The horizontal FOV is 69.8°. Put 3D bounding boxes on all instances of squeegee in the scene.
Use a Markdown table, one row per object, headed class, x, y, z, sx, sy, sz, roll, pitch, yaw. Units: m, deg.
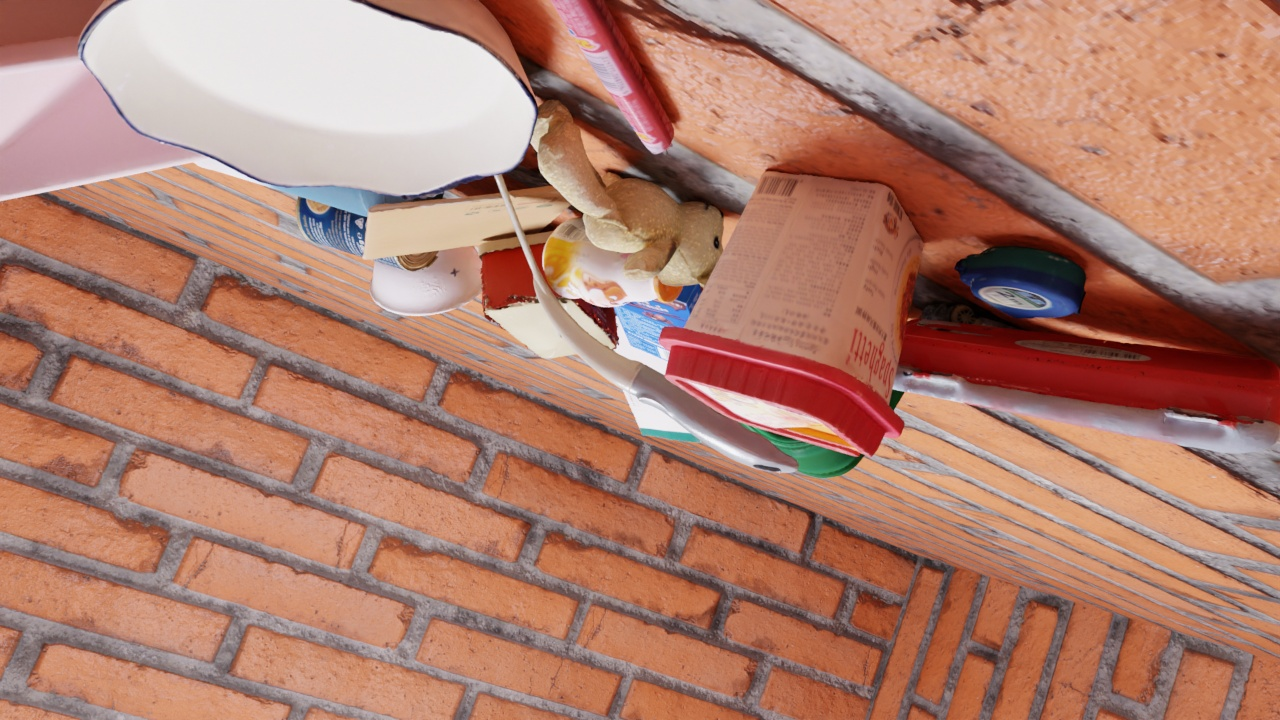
| class | x | y | z | sx | sy | sz | roll | pitch | yaw |
| --- | --- | --- | --- | --- | --- | --- | --- | --- | --- |
| squeegee | -0.004 | 0.004 | 0.600 | 0.246 | 0.039 | 0.247 | 39 | 165 | 18 |

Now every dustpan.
| class | x | y | z | sx | sy | sz | roll | pitch | yaw |
| --- | --- | --- | --- | --- | --- | --- | --- | --- | --- |
| dustpan | -0.323 | -0.139 | 0.541 | 0.139 | 0.273 | 0.223 | 48 | 170 | -8 |

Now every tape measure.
| class | x | y | z | sx | sy | sz | roll | pitch | yaw |
| --- | --- | --- | --- | --- | --- | --- | --- | --- | --- |
| tape measure | 0.198 | -0.041 | 0.468 | 0.058 | 0.025 | 0.055 | 21 | 171 | -29 |

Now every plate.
| class | x | y | z | sx | sy | sz | roll | pitch | yaw |
| --- | --- | --- | --- | --- | --- | --- | --- | --- | --- |
| plate | -0.153 | -0.139 | 0.452 | 0.205 | 0.045 | 0.205 | 0 | 168 | 0 |

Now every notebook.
| class | x | y | z | sx | sy | sz | roll | pitch | yaw |
| --- | --- | --- | --- | --- | --- | --- | --- | --- | --- |
| notebook | 0.005 | 0.018 | 1.012 | 0.150 | 0.012 | 0.209 | 67 | 164 | -5 |
| notebook | -0.132 | -0.102 | 0.690 | 0.147 | 0.008 | 0.208 | -10 | -179 | -17 |

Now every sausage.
| class | x | y | z | sx | sy | sz | roll | pitch | yaw |
| --- | --- | --- | --- | --- | --- | --- | --- | --- | --- |
| sausage | -0.011 | -0.134 | 0.417 | 0.020 | 0.020 | 0.156 | 18 | 171 | 22 |

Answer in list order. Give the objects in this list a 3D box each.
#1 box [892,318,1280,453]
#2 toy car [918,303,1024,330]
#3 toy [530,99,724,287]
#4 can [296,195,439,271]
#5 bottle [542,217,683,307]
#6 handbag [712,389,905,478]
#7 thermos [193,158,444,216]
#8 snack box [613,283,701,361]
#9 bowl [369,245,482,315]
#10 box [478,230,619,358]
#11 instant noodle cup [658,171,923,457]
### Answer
| class | x | y | z | sx | sy | sz | roll | pitch | yaw |
| --- | --- | --- | --- | --- | --- | --- | --- | --- | --- |
| box | 0.233 | 0.014 | 0.504 | 0.201 | 0.048 | 0.086 | 10 | -165 | 29 |
| toy car | 0.235 | -0.003 | 0.586 | 0.121 | 0.036 | 0.054 | 22 | 173 | 15 |
| toy | -0.007 | -0.094 | 0.546 | 0.157 | 0.066 | 0.105 | 34 | -162 | -40 |
| can | -0.239 | -0.128 | 0.822 | 0.111 | 0.075 | 0.075 | 18 | 171 | 21 |
| bottle | -0.020 | -0.070 | 0.684 | 0.108 | 0.063 | 0.063 | 16 | 170 | 34 |
| handbag | 0.114 | 0.007 | 0.627 | 0.120 | 0.131 | 0.068 | 23 | 161 | 37 |
| thermos | -0.254 | -0.158 | 0.715 | 0.221 | 0.070 | 0.070 | 18 | 171 | 19 |
| snack box | 0.019 | -0.039 | 0.812 | 0.084 | 0.026 | 0.157 | 23 | 163 | 19 |
| bowl | -0.210 | -0.103 | 0.892 | 0.118 | 0.118 | 0.065 | 18 | 133 | 24 |
| box | -0.080 | -0.047 | 0.830 | 0.091 | 0.079 | 0.168 | -8 | 165 | 11 |
| instant noodle cup | 0.089 | -0.026 | 0.490 | 0.117 | 0.124 | 0.116 | 16 | 171 | 35 |
